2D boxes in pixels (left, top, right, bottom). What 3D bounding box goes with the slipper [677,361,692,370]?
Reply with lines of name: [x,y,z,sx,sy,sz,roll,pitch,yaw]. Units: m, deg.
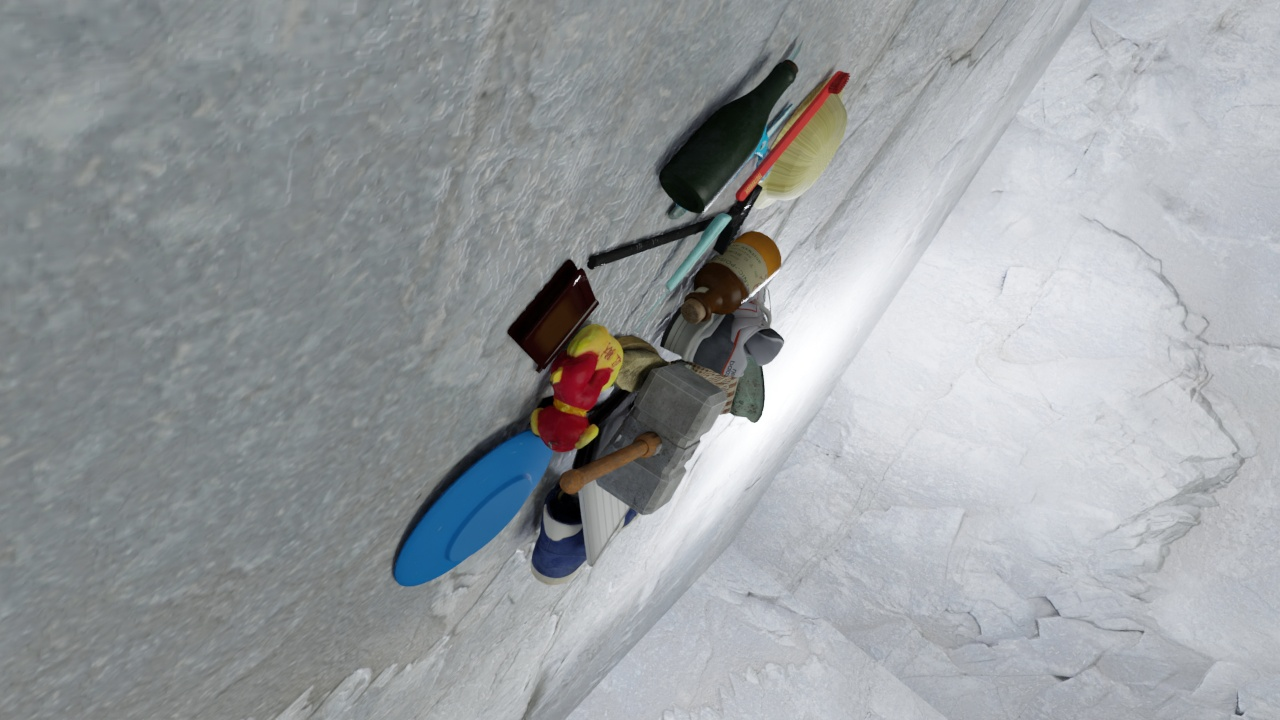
slipper: [0.047,0.113,1.227,0.098,0.055,0.269,-45,154,-34]

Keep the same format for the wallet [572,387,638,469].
wallet: [-0.043,0.080,1.167,0.119,0.031,0.100,-45,162,-44]

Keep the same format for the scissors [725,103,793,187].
scissors: [0.125,-0.227,1.008,0.139,0.011,0.134,-45,162,-19]

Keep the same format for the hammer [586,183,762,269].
hammer: [0.036,-0.128,0.971,0.323,0.015,0.095,-28,151,-54]

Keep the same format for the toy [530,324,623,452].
toy: [-0.064,0.029,0.933,0.105,0.067,0.137,23,90,-60]

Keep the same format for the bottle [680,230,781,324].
bottle: [0.106,-0.096,1.130,0.156,0.068,0.068,-41,160,-35]

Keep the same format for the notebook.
notebook: [-0.023,0.146,1.195,0.209,0.009,0.143,-53,149,-46]

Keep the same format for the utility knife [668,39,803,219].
utility knife: [0.098,-0.230,0.924,0.221,0.015,0.031,-55,168,4]

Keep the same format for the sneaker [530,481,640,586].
sneaker: [-0.066,0.189,1.251,0.232,0.091,0.119,-38,147,-43]

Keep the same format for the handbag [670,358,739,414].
handbag: [0.076,0.037,1.294,0.124,0.047,0.186,-12,154,-8]

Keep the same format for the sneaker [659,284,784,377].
sneaker: [0.136,-0.051,1.204,0.239,0.124,0.089,-39,159,-38]

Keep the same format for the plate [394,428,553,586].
plate: [-0.166,0.164,0.980,0.224,0.024,0.225,-44,163,-17]

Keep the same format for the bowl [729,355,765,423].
bowl: [0.143,0.021,1.395,0.038,0.157,0.158,-9,150,-12]

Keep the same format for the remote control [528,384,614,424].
remote control: [-0.075,0.049,1.033,0.034,0.013,0.149,-59,162,20]

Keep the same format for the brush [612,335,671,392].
brush: [-0.006,0.006,1.079,0.059,0.043,0.195,-55,165,7]

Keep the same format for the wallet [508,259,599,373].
wallet: [-0.077,-0.037,0.849,0.091,0.018,0.115,-51,166,-7]

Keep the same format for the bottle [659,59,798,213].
bottle: [0.091,-0.217,0.860,0.174,0.055,0.055,-50,164,-13]

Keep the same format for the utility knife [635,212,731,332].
utility knife: [0.043,-0.096,1.011,0.166,0.015,0.022,-51,165,11]

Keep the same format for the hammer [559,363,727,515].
hammer: [-0.015,0.101,0.980,0.163,0.083,0.317,-62,165,14]

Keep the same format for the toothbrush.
toothbrush: [0.175,-0.254,1.033,0.212,0.018,0.012,-51,138,-16]

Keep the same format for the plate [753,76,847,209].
plate: [0.209,-0.257,1.131,0.184,0.036,0.185,-47,163,-19]
